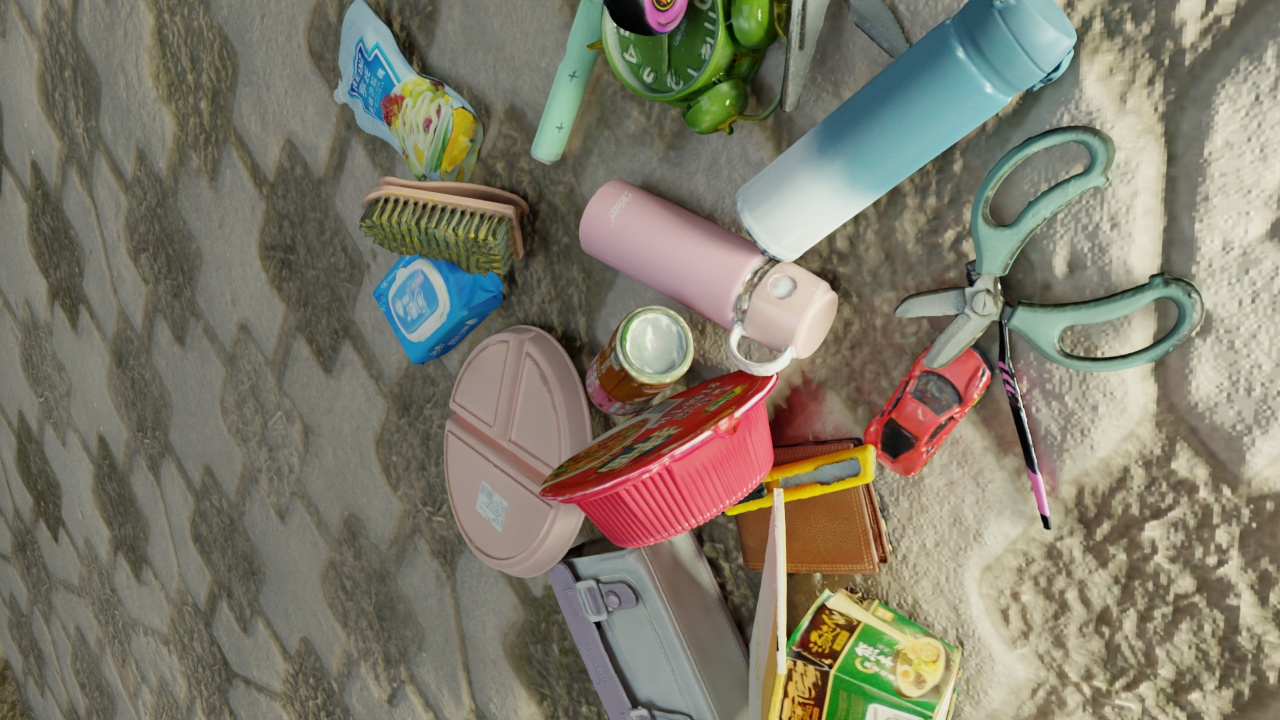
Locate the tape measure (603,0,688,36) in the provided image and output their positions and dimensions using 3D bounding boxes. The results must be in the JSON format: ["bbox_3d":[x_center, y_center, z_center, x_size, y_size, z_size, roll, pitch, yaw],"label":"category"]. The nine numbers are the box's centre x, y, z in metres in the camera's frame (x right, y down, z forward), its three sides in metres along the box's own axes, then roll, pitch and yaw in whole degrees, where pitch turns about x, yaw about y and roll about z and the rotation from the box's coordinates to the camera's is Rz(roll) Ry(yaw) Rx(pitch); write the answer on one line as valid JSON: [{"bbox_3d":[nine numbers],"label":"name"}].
[{"bbox_3d":[0.003,-0.239,0.588,0.039,0.057,0.058,22,101,34],"label":"tape measure"}]

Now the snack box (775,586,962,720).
[{"bbox_3d":[0.165,0.243,0.663,0.106,0.117,0.118,15,116,28],"label":"snack box"}]

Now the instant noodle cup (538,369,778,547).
[{"bbox_3d":[0.024,0.075,0.669,0.194,0.193,0.066,-22,100,40],"label":"instant noodle cup"}]

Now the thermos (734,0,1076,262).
[{"bbox_3d":[0.157,-0.144,0.572,0.221,0.070,0.070,-35,82,39],"label":"thermos"}]

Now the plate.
[{"bbox_3d":[-0.120,0.081,0.832,0.230,0.028,0.229,-3,86,50],"label":"plate"}]

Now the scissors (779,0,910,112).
[{"bbox_3d":[0.106,-0.269,0.565,0.222,0.015,0.189,40,100,-8],"label":"scissors"}]

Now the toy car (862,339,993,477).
[{"bbox_3d":[0.193,0.032,0.624,0.049,0.031,0.106,41,123,19],"label":"toy car"}]

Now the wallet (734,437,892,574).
[{"bbox_3d":[0.123,0.111,0.705,0.125,0.032,0.101,-10,96,39],"label":"wallet"}]

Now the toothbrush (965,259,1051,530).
[{"bbox_3d":[0.239,0.023,0.593,0.014,0.017,0.189,-153,46,-79],"label":"toothbrush"}]

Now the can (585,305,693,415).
[{"bbox_3d":[-0.004,0.004,0.704,0.058,0.057,0.147,60,163,5],"label":"can"}]

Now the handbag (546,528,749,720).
[{"bbox_3d":[0.007,0.246,0.800,0.145,0.098,0.197,-25,88,45],"label":"handbag"}]

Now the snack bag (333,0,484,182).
[{"bbox_3d":[-0.222,-0.240,0.851,0.191,0.038,0.111,43,137,19],"label":"snack bag"}]

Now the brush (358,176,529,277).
[{"bbox_3d":[-0.174,-0.124,0.802,0.146,0.072,0.063,12,148,9],"label":"brush"}]

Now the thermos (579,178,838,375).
[{"bbox_3d":[0.042,-0.060,0.676,0.199,0.087,0.067,32,165,26],"label":"thermos"}]

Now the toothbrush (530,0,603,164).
[{"bbox_3d":[-0.041,-0.249,0.702,0.027,0.026,0.225,21,128,-8],"label":"toothbrush"}]

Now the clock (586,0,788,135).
[{"bbox_3d":[0.040,-0.226,0.639,0.161,0.056,0.116,38,125,21],"label":"clock"}]

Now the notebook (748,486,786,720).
[{"bbox_3d":[0.091,0.214,0.663,0.010,0.145,0.207,4,132,4],"label":"notebook"}]

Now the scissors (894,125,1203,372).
[{"bbox_3d":[0.249,-0.041,0.549,0.178,0.019,0.173,39,113,14],"label":"scissors"}]

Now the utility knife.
[{"bbox_3d":[0.108,0.089,0.682,0.155,0.015,0.033,-22,88,39],"label":"utility knife"}]

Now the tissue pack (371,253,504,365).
[{"bbox_3d":[-0.195,-0.065,0.875,0.158,0.052,0.095,-35,82,39],"label":"tissue pack"}]
